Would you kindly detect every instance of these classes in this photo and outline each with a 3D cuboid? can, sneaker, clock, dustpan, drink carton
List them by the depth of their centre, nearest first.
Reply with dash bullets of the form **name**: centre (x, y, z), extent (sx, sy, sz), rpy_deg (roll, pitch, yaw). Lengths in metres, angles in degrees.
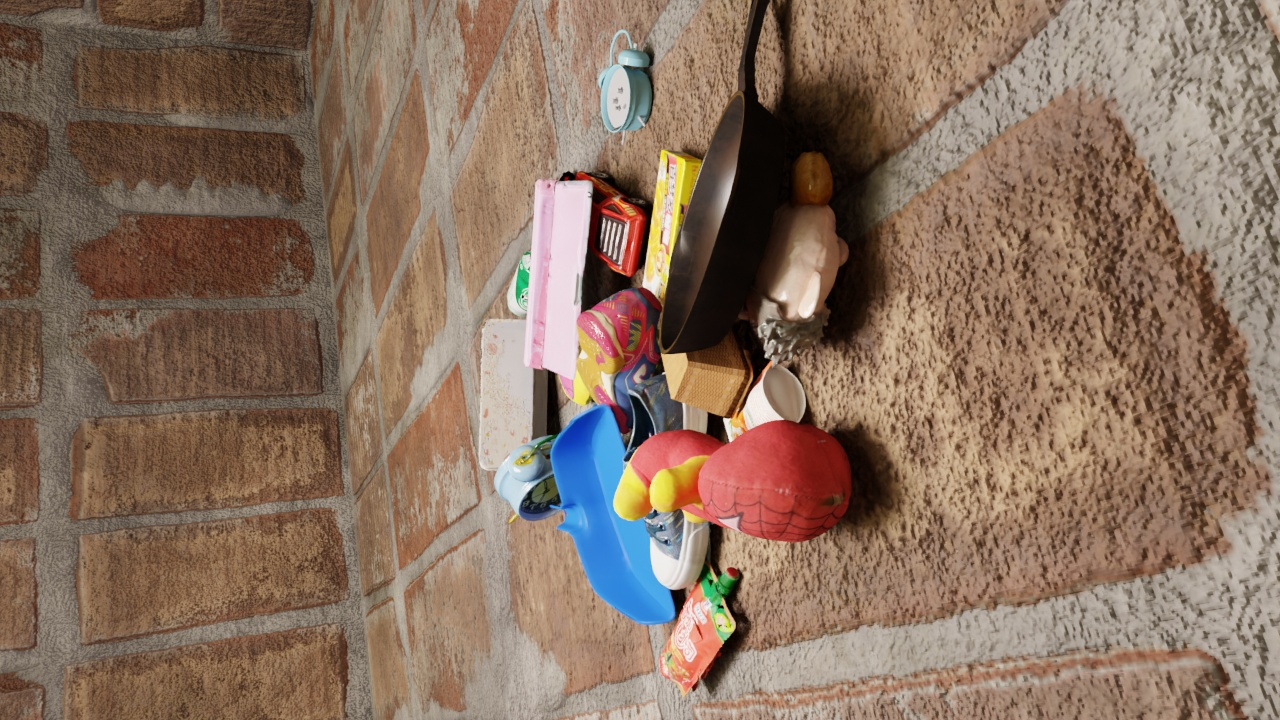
- **drink carton**: centre (0.107, 0.058, 0.844), extent (0.122, 0.038, 0.069), rpy_deg (122, 138, -56)
- **sneaker**: centre (0.018, 0.123, 0.931), extent (0.087, 0.079, 0.236), rpy_deg (25, 118, 60)
- **sneaker**: centre (-0.007, 0.005, 1.002), extent (0.116, 0.091, 0.242), rpy_deg (48, 162, 21)
- **clock**: centre (-0.021, -0.317, 1.049), extent (0.088, 0.042, 0.123), rpy_deg (-18, 77, 62)
- **dustpan**: centre (-0.057, 0.185, 1.107), extent (0.258, 0.059, 0.245), rpy_deg (156, 96, -73)
- **clock**: centre (-0.128, 0.146, 1.210), extent (0.060, 0.117, 0.162), rpy_deg (52, 146, 33)
- **can**: centre (-0.156, -0.111, 1.313), extent (0.101, 0.053, 0.053), rpy_deg (-59, 41, 46)

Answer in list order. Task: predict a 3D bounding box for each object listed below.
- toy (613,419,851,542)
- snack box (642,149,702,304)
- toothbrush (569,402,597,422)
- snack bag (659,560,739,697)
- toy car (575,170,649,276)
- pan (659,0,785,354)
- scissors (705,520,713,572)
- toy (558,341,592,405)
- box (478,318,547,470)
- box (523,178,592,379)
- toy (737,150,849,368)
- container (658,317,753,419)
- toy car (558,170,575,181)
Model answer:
- **toy**: centre (0.081, 0.102, 0.772), extent (0.217, 0.147, 0.098), rpy_deg (-9, 83, 51)
- **snack box**: centre (0.034, -0.140, 0.962), extent (0.075, 0.025, 0.152), rpy_deg (-129, 44, -63)
- **toothbrush**: centre (-0.061, 0.065, 1.184), extent (0.133, 0.016, 0.021), rpy_deg (-37, 60, 55)
- **snack bag**: centre (0.066, 0.268, 0.936), extent (0.087, 0.044, 0.155), rpy_deg (-111, 37, -50)
- **toy car**: centre (-0.042, -0.167, 1.091), extent (0.189, 0.056, 0.082), rpy_deg (-131, 48, -54)
- **pan**: centre (0.085, -0.172, 0.790), extent (0.249, 0.043, 0.355), rpy_deg (146, 138, -80)
- **scissors**: centre (0.065, 0.157, 0.952), extent (0.110, 0.015, 0.133), rpy_deg (59, 145, 37)
- **toy**: centre (-0.080, 0.012, 1.188), extent (0.096, 0.041, 0.094), rpy_deg (-179, 83, -66)
- **box**: centre (-0.174, 0.055, 1.310), extent (0.107, 0.094, 0.216), rpy_deg (79, -170, -74)
- **box**: centre (-0.108, -0.103, 1.114), extent (0.179, 0.059, 0.233), rpy_deg (-153, 66, -72)
- **toy**: centre (0.129, -0.083, 0.745), extent (0.132, 0.076, 0.176), rpy_deg (-110, 27, -61)
- **container**: centre (0.059, -0.005, 0.872), extent (0.113, 0.061, 0.063), rpy_deg (-101, 25, -47)
- **toy car**: centre (-0.098, -0.207, 1.212), extent (0.042, 0.036, 0.091), rpy_deg (-47, 51, 54)
